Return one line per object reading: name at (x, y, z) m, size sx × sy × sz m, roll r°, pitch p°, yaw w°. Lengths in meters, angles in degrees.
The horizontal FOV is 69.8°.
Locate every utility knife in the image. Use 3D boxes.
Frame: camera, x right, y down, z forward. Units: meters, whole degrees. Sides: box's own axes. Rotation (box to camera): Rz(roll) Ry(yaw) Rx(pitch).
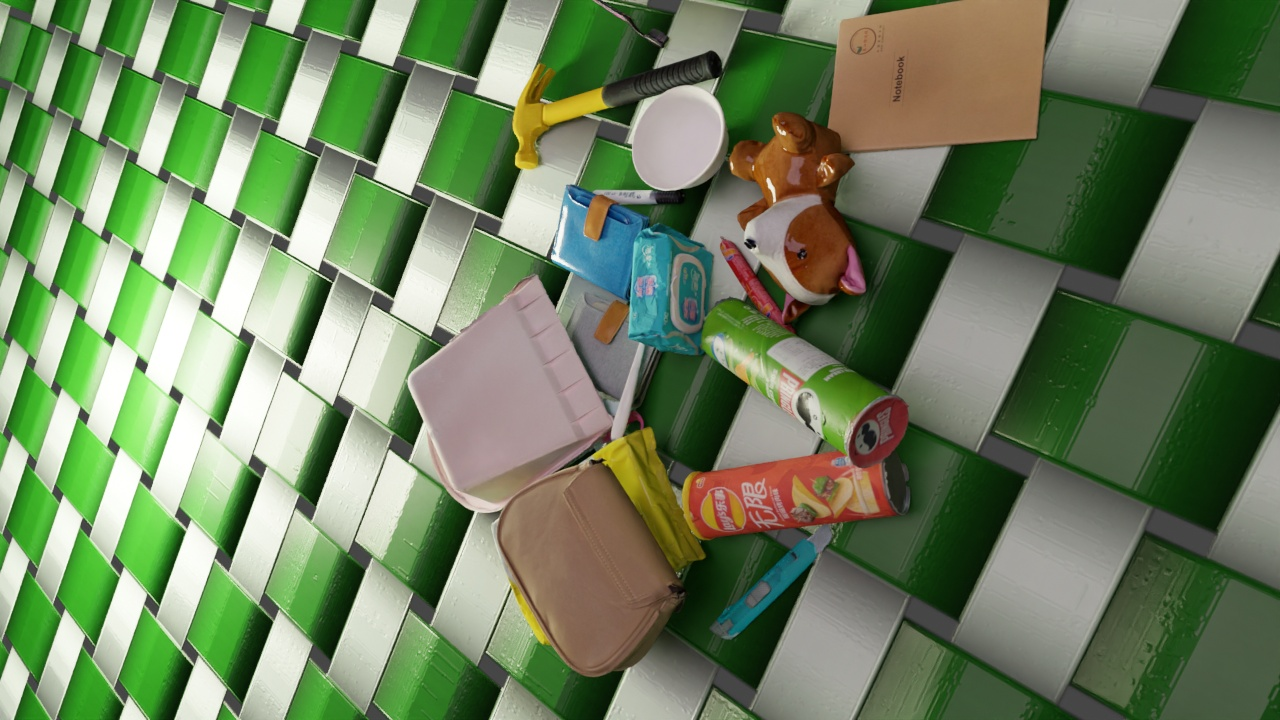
utility knife at (-0.098, 0.045, 1.101) m, size 0.219 × 0.018 × 0.034 m, roll 9°, pitch 90°, yaw 42°
utility knife at (0.132, 0.227, 0.932) m, size 0.176 × 0.013 × 0.029 m, roll -49°, pitch 61°, yaw 18°

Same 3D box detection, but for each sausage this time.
sausage at (0.124, -0.076, 0.983) m, size 0.020 × 0.020 × 0.155 m, roll -42°, pitch 62°, yaw 22°

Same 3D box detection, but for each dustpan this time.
dustpan at (-0.169, 0.059, 1.141) m, size 0.273 × 0.139 × 0.222 m, roll -28°, pitch 70°, yaw 7°

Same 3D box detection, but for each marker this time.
marker at (-0.005, -0.196, 1.092) m, size 0.131 × 0.018 × 0.022 m, roll 8°, pitch 72°, yaw 35°

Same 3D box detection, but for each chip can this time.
chip can at (0.149, 0.131, 0.901) m, size 0.217 × 0.073 × 0.073 m, roll -13°, pitch 75°, yaw 32°
chip can at (0.149, 0.014, 0.885) m, size 0.236 × 0.072 × 0.072 m, roll 40°, pitch 105°, yaw 48°

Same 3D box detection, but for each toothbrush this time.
toothbrush at (-0.027, -0.436, 1.147) m, size 0.018 × 0.014 × 0.189 m, roll -49°, pitch 58°, yaw 6°
toothbrush at (-0.006, 0.006, 1.023) m, size 0.016 × 0.016 × 0.180 m, roll 14°, pitch 86°, yaw 24°

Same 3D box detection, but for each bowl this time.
bowl at (0.057, -0.239, 1.027) m, size 0.118 × 0.064 × 0.118 m, roll -7°, pitch 78°, yaw 34°

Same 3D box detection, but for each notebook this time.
notebook at (0.289, -0.282, 0.910) m, size 0.208 × 0.008 × 0.147 m, roll 4°, pitch 85°, yaw 35°

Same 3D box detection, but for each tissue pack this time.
tissue pack at (0.035, -0.076, 0.999) m, size 0.050 × 0.093 × 0.133 m, roll -2°, pitch 82°, yaw 38°

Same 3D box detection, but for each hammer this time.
hammer at (-0.038, -0.325, 1.126) m, size 0.301 × 0.032 × 0.128 m, roll -5°, pitch 81°, yaw 34°

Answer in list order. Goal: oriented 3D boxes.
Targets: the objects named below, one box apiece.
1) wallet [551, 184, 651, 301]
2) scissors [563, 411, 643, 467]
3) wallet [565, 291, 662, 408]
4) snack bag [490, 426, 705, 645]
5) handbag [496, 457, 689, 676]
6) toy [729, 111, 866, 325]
wallet at (-0.048, -0.142, 1.091) m, size 0.133 × 0.040 × 0.106 m, roll 30°, pitch 117°, yaw 33°
scissors at (-0.051, 0.089, 1.080) m, size 0.134 × 0.017 × 0.134 m, roll -37°, pitch 67°, yaw 28°
wallet at (-0.038, -0.017, 1.073) m, size 0.130 × 0.037 × 0.106 m, roll 26°, pitch 97°, yaw 33°
snack bag at (-0.051, 0.202, 1.024) m, size 0.247 × 0.068 × 0.158 m, roll -35°, pitch 69°, yaw 24°
handbag at (-0.047, 0.207, 0.929) m, size 0.148 × 0.099 × 0.204 m, roll -39°, pitch 67°, yaw 15°
toy at (0.156, -0.142, 0.914) m, size 0.140 × 0.130 × 0.199 m, roll -24°, pitch 77°, yaw 65°
